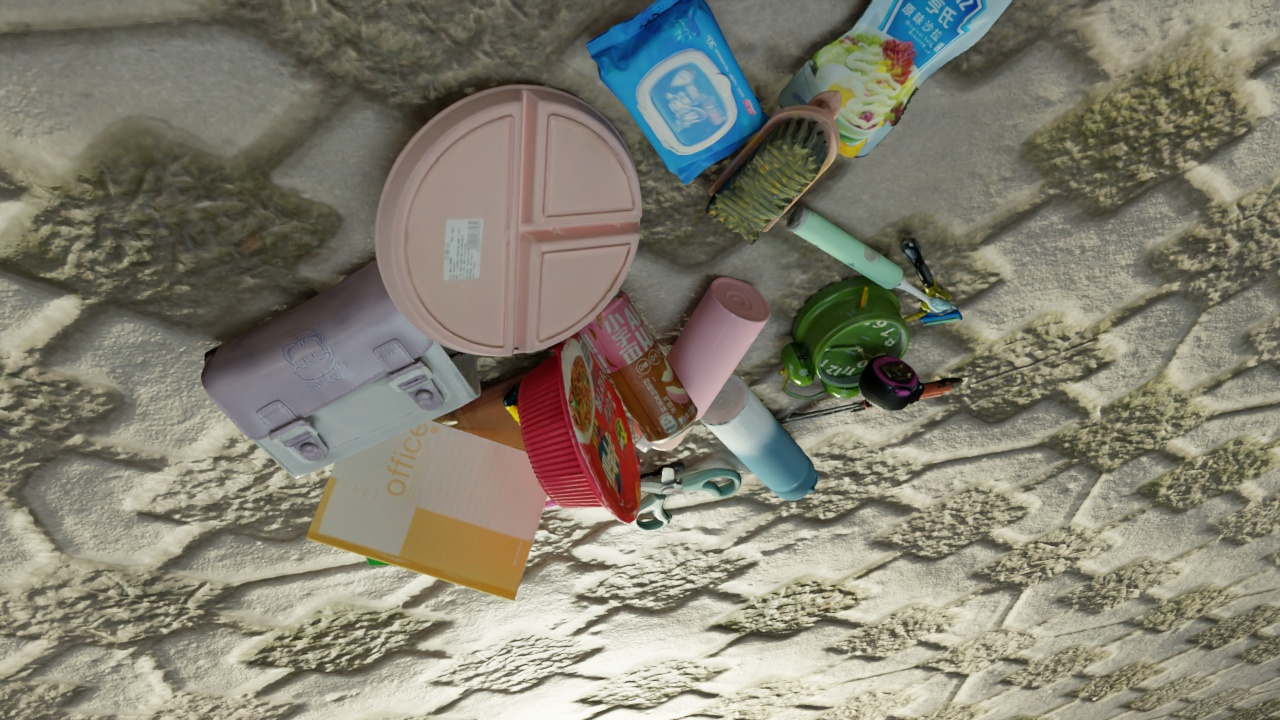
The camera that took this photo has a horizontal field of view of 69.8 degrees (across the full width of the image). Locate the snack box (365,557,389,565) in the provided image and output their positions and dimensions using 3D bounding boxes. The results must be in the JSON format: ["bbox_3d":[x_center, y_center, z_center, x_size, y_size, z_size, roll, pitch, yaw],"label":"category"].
[{"bbox_3d":[-0.241,0.157,0.957,0.118,0.117,0.106,1,139,-16],"label":"snack box"}]

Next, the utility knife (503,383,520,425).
[{"bbox_3d":[-0.099,0.074,0.946,0.033,0.015,0.154,-25,138,4],"label":"utility knife"}]

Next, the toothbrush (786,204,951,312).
[{"bbox_3d":[0.228,-0.093,0.899,0.224,0.026,0.027,25,158,-31],"label":"toothbrush"}]

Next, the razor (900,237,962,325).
[{"bbox_3d":[0.294,-0.084,0.947,0.043,0.022,0.143,-11,143,28],"label":"razor"}]

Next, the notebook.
[{"bbox_3d":[-0.198,0.135,0.894,0.206,0.145,0.010,20,161,-10],"label":"notebook"}]

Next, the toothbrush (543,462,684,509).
[{"bbox_3d":[-0.038,0.151,1.086,0.189,0.018,0.014,-16,95,1],"label":"toothbrush"}]

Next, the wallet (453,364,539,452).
[{"bbox_3d":[-0.132,0.063,0.956,0.101,0.032,0.125,-19,138,-3],"label":"wallet"}]

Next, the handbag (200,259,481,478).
[{"bbox_3d":[-0.260,0.009,0.811,0.197,0.098,0.145,-25,132,7],"label":"handbag"}]

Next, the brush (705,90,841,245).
[{"bbox_3d":[0.111,-0.159,0.741,0.063,0.072,0.146,35,150,-6],"label":"brush"}]

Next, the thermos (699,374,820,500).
[{"bbox_3d":[0.138,0.096,1.053,0.070,0.070,0.220,-30,137,13],"label":"thermos"}]

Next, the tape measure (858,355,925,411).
[{"bbox_3d":[0.254,0.022,0.933,0.057,0.057,0.039,-11,137,-31],"label":"tape measure"}]

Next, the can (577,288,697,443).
[{"bbox_3d":[-0.005,0.005,0.863,0.058,0.057,0.147,-30,103,13],"label":"can"}]

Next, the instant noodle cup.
[{"bbox_3d":[-0.061,0.067,0.869,0.066,0.193,0.194,-16,139,11],"label":"instant noodle cup"}]

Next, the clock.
[{"bbox_3d":[0.213,-0.015,0.967,0.116,0.056,0.162,17,128,-31],"label":"clock"}]

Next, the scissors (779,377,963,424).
[{"bbox_3d":[0.264,0.047,1.039,0.223,0.015,0.188,-16,172,33],"label":"scissors"}]

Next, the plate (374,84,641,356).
[{"bbox_3d":[-0.096,-0.102,0.736,0.229,0.028,0.230,-15,125,-24],"label":"plate"}]

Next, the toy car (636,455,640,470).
[{"bbox_3d":[-0.047,0.119,1.041,0.106,0.031,0.049,19,128,-36],"label":"toy car"}]

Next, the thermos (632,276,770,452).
[{"bbox_3d":[0.051,0.013,0.925,0.067,0.087,0.199,37,125,7],"label":"thermos"}]

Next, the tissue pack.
[{"bbox_3d":[0.035,-0.207,0.708,0.095,0.052,0.157,-30,136,14],"label":"tissue pack"}]

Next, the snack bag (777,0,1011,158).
[{"bbox_3d":[0.206,-0.254,0.729,0.110,0.038,0.191,29,121,-26],"label":"snack bag"}]

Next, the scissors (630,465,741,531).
[{"bbox_3d":[0.034,0.169,1.112,0.172,0.019,0.179,11,138,-44],"label":"scissors"}]
